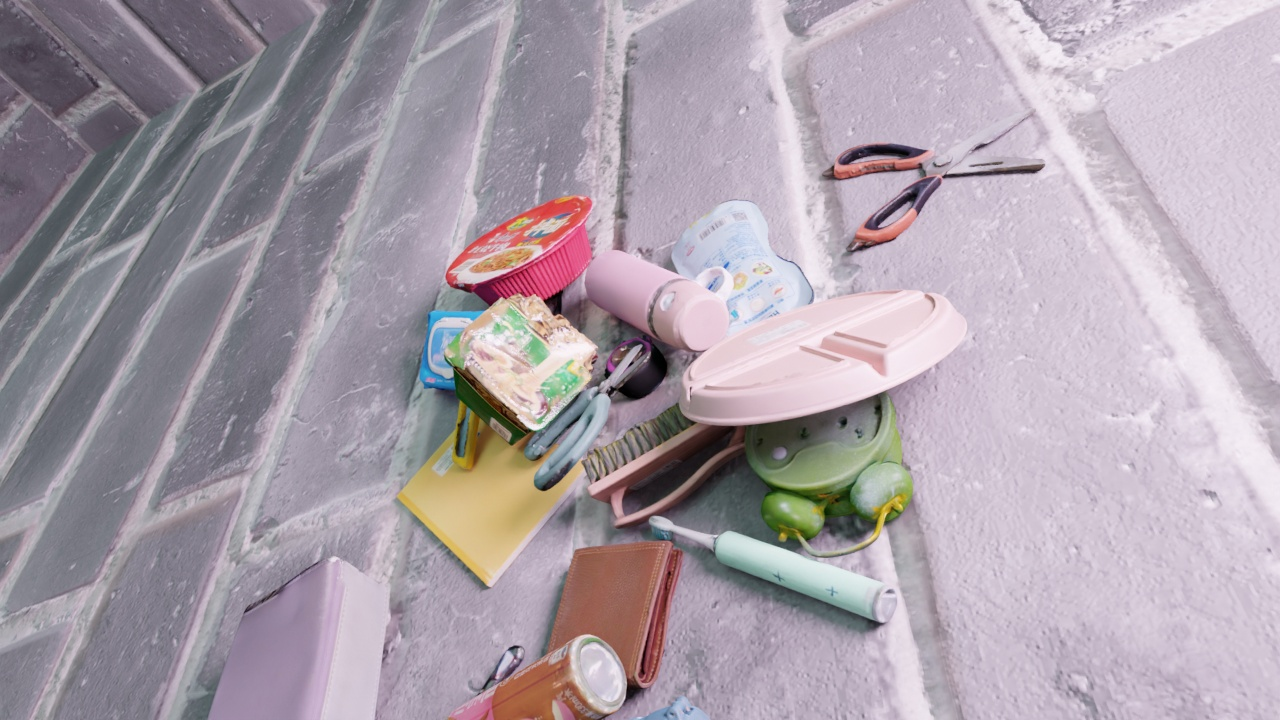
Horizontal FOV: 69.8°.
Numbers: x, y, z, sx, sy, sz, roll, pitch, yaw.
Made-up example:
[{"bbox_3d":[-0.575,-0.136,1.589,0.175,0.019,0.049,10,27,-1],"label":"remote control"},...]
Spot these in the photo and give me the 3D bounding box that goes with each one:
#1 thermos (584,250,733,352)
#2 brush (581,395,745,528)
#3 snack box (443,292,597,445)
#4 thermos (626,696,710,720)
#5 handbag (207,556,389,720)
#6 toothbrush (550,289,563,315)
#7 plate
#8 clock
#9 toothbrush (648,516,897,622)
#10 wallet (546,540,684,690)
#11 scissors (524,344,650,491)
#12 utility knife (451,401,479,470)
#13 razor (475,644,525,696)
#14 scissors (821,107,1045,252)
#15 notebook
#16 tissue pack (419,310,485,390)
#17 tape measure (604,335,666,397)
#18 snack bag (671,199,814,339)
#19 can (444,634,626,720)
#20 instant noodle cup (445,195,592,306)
[{"bbox_3d":[0.019,-0.068,0.905,0.087,0.067,0.199,-56,31,-3],"label":"thermos"},{"bbox_3d":[0.026,0.083,0.784,0.146,0.063,0.073,-31,68,6],"label":"brush"},{"bbox_3d":[-0.120,0.018,0.895,0.117,0.118,0.106,-46,-6,-33],"label":"snack box"},{"bbox_3d":[-0.047,0.295,0.625,0.221,0.070,0.070,-25,40,16],"label":"thermos"},{"bbox_3d":[-0.301,0.294,0.798,0.145,0.098,0.196,-22,42,17],"label":"handbag"},{"bbox_3d":[-0.093,-0.034,1.025,0.018,0.014,0.189,-34,38,21],"label":"toothbrush"},{"bbox_3d":[0.136,-0.009,0.722,0.229,0.028,0.229,-19,13,4],"label":"plate"},{"bbox_3d":[0.144,0.076,0.696,0.116,0.056,0.160,-19,42,23],"label":"clock"},{"bbox_3d":[0.088,0.149,0.691,0.225,0.027,0.026,11,27,44],"label":"toothbrush"},{"bbox_3d":[-0.024,0.202,0.726,0.101,0.032,0.124,-13,45,33],"label":"wallet"},{"bbox_3d":[-0.053,0.057,0.827,0.173,0.019,0.178,-40,16,23],"label":"scissors"},{"bbox_3d":[-0.174,0.037,0.951,0.033,0.015,0.154,-2,76,32],"label":"utility knife"},{"bbox_3d":[-0.137,0.290,0.733,0.043,0.022,0.142,13,60,42],"label":"razor"},{"bbox_3d":[0.274,-0.184,0.885,0.222,0.015,0.189,-35,38,3],"label":"scissors"},{"bbox_3d":[-0.153,0.122,0.921,0.145,0.010,0.206,-50,40,-13],"label":"notebook"},{"bbox_3d":[-0.196,-0.011,1.025,0.157,0.052,0.095,3,86,40],"label":"tissue pack"},{"bbox_3d":[-0.005,0.005,0.896,0.058,0.039,0.057,6,56,41],"label":"tape measure"},{"bbox_3d":[0.096,-0.084,0.906,0.110,0.039,0.190,-29,42,8],"label":"snack bag"},{"bbox_3d":[-0.080,0.256,0.670,0.148,0.058,0.057,-36,36,24],"label":"can"},{"bbox_3d":[-0.130,-0.117,1.071,0.194,0.066,0.193,-22,26,11],"label":"instant noodle cup"}]
